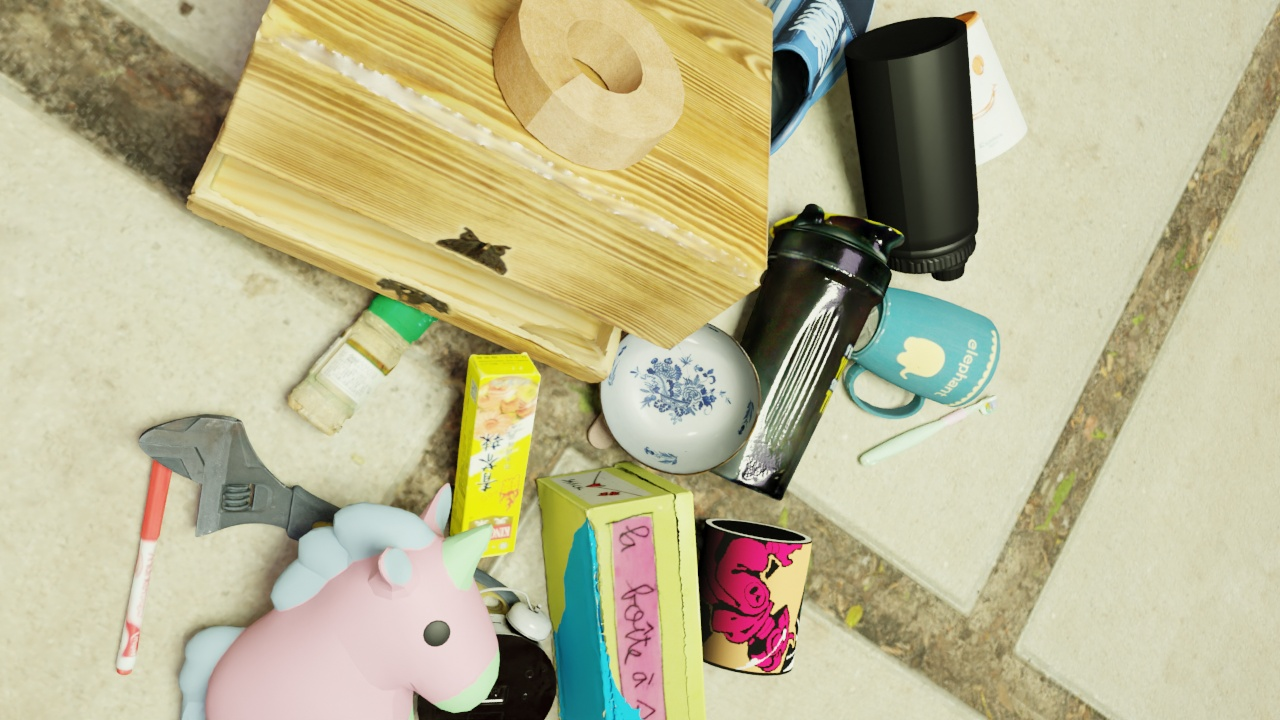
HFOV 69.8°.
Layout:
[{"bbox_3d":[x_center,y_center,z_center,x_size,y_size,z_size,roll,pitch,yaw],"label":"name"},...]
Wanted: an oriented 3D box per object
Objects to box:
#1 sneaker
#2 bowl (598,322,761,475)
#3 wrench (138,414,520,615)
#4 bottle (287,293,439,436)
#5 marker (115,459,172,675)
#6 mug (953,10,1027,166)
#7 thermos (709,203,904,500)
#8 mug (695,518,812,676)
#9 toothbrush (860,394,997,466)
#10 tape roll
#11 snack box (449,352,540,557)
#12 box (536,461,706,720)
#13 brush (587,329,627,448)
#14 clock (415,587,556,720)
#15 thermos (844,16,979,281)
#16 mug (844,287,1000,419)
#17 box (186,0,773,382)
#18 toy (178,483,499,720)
[{"bbox_3d":[0.124,-0.228,0.686,0.083,0.098,0.241,43,76,-20],"label":"sneaker"},{"bbox_3d":[0.030,0.022,0.663,0.114,0.045,0.114,1,99,9],"label":"bowl"},{"bbox_3d":[-0.194,0.114,0.603,0.273,0.022,0.073,32,84,-24],"label":"wrench"},{"bbox_3d":[-0.178,-0.004,0.596,0.043,0.043,0.111,43,77,-20],"label":"bottle"},{"bbox_3d":[-0.304,0.122,0.563,0.012,0.013,0.142,11,89,-24],"label":"marker"},{"bbox_3d":[0.258,-0.218,0.756,0.082,0.082,0.105,-38,108,-18],"label":"mug"},{"bbox_3d":[0.116,-0.008,0.703,0.098,0.098,0.221,24,89,-23],"label":"thermos"},{"bbox_3d":[0.064,0.175,0.700,0.118,0.082,0.098,9,89,3],"label":"mug"},{"bbox_3d":[0.254,0.062,0.805,0.154,0.015,0.022,-20,135,-22],"label":"toothbrush"},{"bbox_3d":[-0.024,-0.141,0.453,0.094,0.027,0.093,17,58,-29],"label":"tape roll"},{"bbox_3d":[-0.098,0.065,0.608,0.040,0.029,0.148,-3,121,-25],"label":"snack box"},{"bbox_3d":[-0.013,0.192,0.638,0.079,0.124,0.221,-8,95,-21],"label":"box"},{"bbox_3d":[-0.004,0.004,0.691,0.050,0.015,0.135,29,87,-26],"label":"brush"},{"bbox_3d":[-0.106,0.211,0.630,0.094,0.035,0.123,6,104,-22],"label":"clock"},{"bbox_3d":[0.216,-0.153,0.716,0.086,0.086,0.199,-31,125,-20],"label":"thermos"},{"bbox_3d":[0.218,-0.003,0.758,0.104,0.084,0.112,19,113,-18],"label":"mug"},{"bbox_3d":[-0.083,-0.160,0.562,0.279,0.193,0.250,22,57,-24],"label":"box"},{"bbox_3d":[-0.187,0.170,0.553,0.222,0.120,0.171,-6,101,7],"label":"toy"}]
